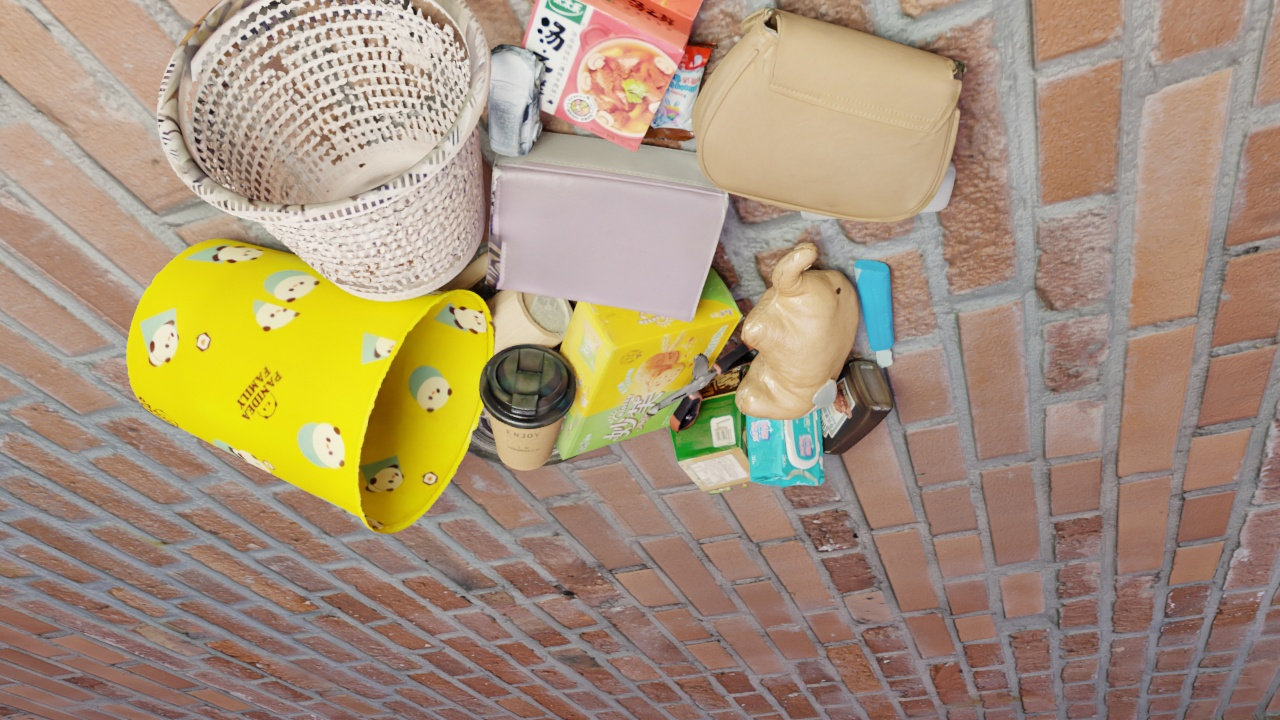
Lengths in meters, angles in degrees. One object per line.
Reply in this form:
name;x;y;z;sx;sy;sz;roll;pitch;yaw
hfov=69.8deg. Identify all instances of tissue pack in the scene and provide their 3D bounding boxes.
tissue pack;0.166;0.078;1.048;0.050;0.133;0.093;-11;169;44

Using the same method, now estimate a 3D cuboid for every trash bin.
trash bin;-0.210;-0.152;0.701;0.227;0.227;0.192;-2;156;2
trash bin;-0.301;0.008;0.851;0.255;0.229;0.230;19;145;13

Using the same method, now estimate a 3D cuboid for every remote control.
remote control;0.214;-0.155;0.834;0.136;0.020;0.056;-4;144;4

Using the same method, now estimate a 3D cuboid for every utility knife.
utility knife;0.255;-0.043;0.986;0.034;0.018;0.187;0;145;19

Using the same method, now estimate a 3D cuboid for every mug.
mug;-0.144;-0.045;0.939;0.104;0.084;0.124;-32;114;33

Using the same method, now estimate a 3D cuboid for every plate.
plate;-0.148;0.080;1.146;0.179;0.024;0.180;0;145;0

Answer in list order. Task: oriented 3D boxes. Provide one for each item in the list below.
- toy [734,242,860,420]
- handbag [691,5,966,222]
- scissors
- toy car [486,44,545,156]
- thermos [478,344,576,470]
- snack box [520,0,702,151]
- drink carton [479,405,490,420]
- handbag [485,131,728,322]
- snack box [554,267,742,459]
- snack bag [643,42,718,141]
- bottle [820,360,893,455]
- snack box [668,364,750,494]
toy;0.163;-0.036;0.930;0.143;0.082;0.226;-26;136;-29
handbag;0.147;-0.193;0.726;0.204;0.099;0.148;10;134;-14
scissors;0.070;0.021;0.956;0.188;0.015;0.227;-39;164;-19
toy car;-0.098;-0.196;0.697;0.043;0.034;0.091;19;140;5
thermos;-0.114;0.051;0.915;0.093;0.092;0.143;4;145;-6
snack box;-0.028;-0.236;0.687;0.113;0.044;0.127;23;140;-8
drink carton;-0.178;0.034;1.026;0.123;0.045;0.053;17;154;31
handbag;-0.033;-0.118;0.812;0.197;0.098;0.145;7;128;-7
snack box;-0.006;0.006;0.957;0.157;0.070;0.211;-16;151;-29
snack bag;0.031;-0.220;0.743;0.045;0.026;0.105;0;144;-11
bottle;0.222;0.078;1.096;0.044;0.079;0.195;2;146;-27
snack box;0.091;0.086;1.085;0.118;0.105;0.117;-17;140;20
